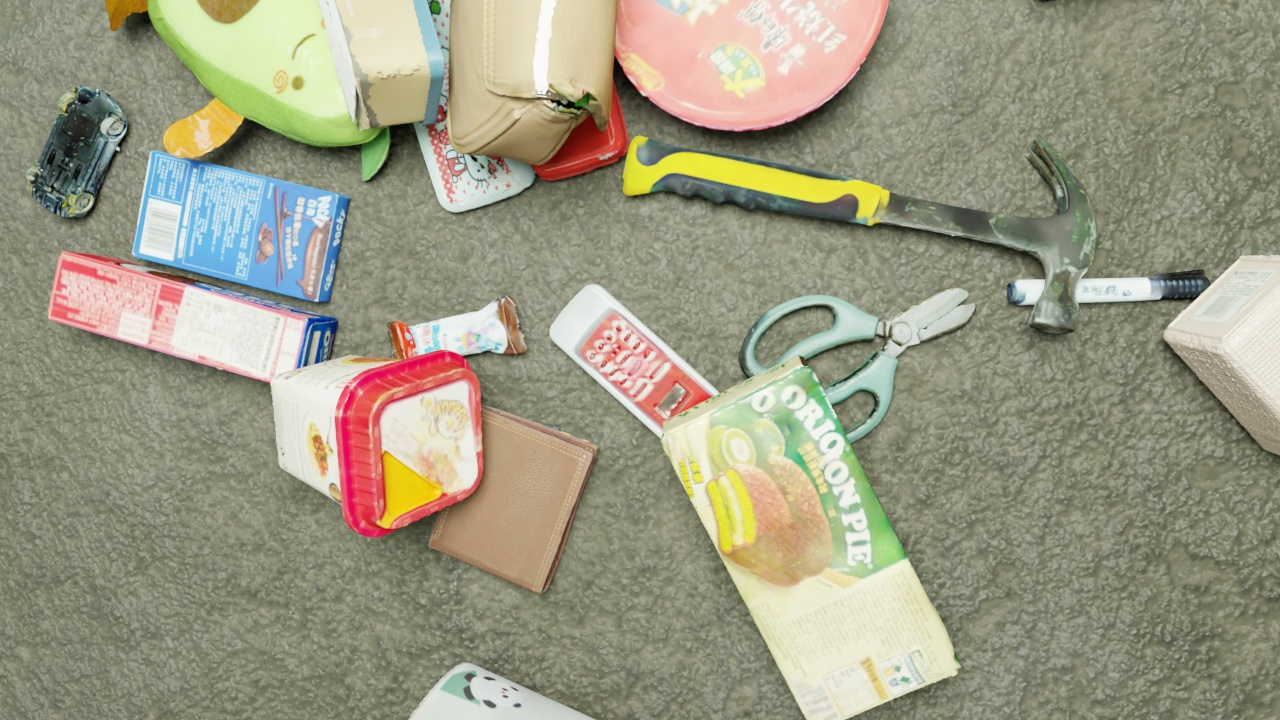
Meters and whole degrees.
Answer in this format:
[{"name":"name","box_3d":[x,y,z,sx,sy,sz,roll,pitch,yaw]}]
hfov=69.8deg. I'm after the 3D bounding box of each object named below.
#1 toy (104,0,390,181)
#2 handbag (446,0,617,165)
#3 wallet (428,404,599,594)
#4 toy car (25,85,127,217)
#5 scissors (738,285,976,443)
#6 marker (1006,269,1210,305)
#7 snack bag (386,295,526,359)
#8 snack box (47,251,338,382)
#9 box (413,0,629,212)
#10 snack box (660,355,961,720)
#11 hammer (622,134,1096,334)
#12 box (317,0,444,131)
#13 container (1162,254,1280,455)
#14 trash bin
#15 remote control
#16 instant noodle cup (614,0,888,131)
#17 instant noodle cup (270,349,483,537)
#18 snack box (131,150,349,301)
[{"name":"toy","box_3d":[-0.273,-0.243,0.664,0.247,0.090,0.227,38,94,2]},{"name":"handbag","box_3d":[-0.063,-0.229,0.578,0.099,0.148,0.204,0,98,-30]},{"name":"wallet","box_3d":[-0.098,0.104,0.698,0.101,0.032,0.124,21,96,9]},{"name":"toy car","box_3d":[-0.440,-0.164,0.721,0.049,0.031,0.106,30,99,4]},{"name":"scissors","box_3d":[0.154,-0.019,0.660,0.180,0.019,0.139,-36,88,10]},{"name":"marker","box_3d":[0.323,-0.051,0.636,0.131,0.018,0.022,-1,85,7]},{"name":"snack bag","box_3d":[-0.140,-0.018,0.695,0.105,0.026,0.045,-12,91,7]},{"name":"snack box","box_3d":[-0.341,-0.030,0.706,0.207,0.057,0.058,15,93,6]},{"name":"box","box_3d":[-0.105,-0.223,0.670,0.158,0.038,0.201,-16,93,9]},{"name":"snack box","box_3d":[0.117,0.126,0.642,0.114,0.063,0.240,-27,95,9]},{"name":"hammer","box_3d":[0.148,-0.113,0.641,0.323,0.032,0.126,13,84,9]},{"name":"box","box_3d":[-0.176,-0.235,0.596,0.059,0.090,0.184,-16,84,-20]},{"name":"container","box_3d":[0.414,-0.004,0.584,0.111,0.090,0.090,43,98,-4]},{"name":"trash bin","box_3d":[-0.058,0.347,0.620,0.252,0.229,0.230,26,97,10]},{"name":"remote control","box_3d":[-0.004,0.004,0.682,0.136,0.020,0.056,42,99,2]},{"name":"instant noodle cup","box_3d":[0.071,-0.251,0.630,0.194,0.065,0.194,1,95,9]},{"name":"instant noodle cup","box_3d":[-0.191,0.049,0.653,0.124,0.116,0.117,12,109,34]},{"name":"snack box","box_3d":[-0.309,-0.104,0.711,0.157,0.026,0.084,14,96,6]}]
